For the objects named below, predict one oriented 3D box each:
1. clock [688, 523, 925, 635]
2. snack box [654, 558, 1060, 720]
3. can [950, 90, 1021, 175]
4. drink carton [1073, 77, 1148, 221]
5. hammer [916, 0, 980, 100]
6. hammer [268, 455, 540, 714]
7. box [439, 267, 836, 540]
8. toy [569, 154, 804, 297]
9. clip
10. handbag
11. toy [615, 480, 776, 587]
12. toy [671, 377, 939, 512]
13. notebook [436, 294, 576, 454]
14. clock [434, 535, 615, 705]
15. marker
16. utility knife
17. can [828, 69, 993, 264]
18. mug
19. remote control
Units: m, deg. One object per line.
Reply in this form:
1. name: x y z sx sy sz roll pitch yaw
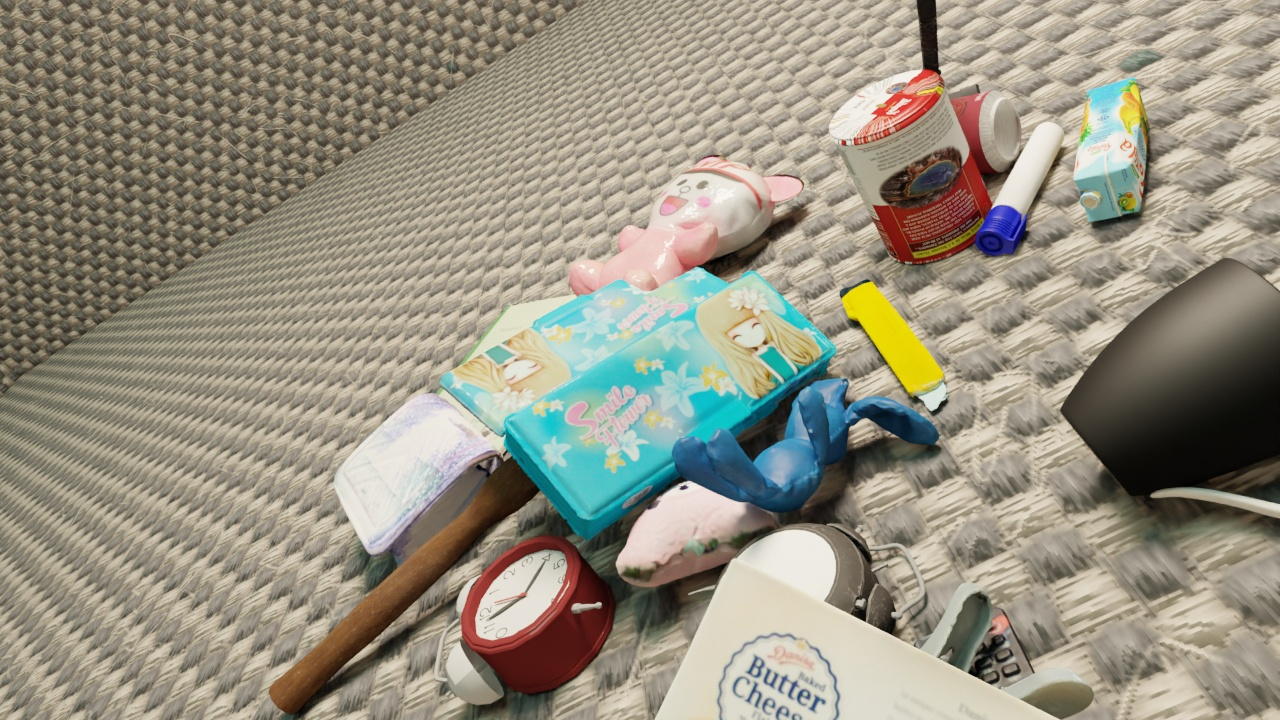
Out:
1. clock: 0.085 0.126 0.491 0.123 0.044 0.091 -29 29 11
2. snack box: 0.102 0.162 0.322 0.208 0.057 0.104 20 77 38
3. can: 0.247 -0.180 0.755 0.114 0.063 0.063 0 45 47
4. drink carton: 0.329 -0.149 0.641 0.039 0.044 0.128 -10 37 38
5. hammer: 0.213 -0.227 0.696 0.095 0.015 0.324 -14 -4 18
6. hammer: -0.154 0.145 0.682 0.323 0.115 0.033 -43 6 4
7. box: -0.004 -0.001 0.642 0.226 0.056 0.185 -32 55 -26
8. toy: 0.042 -0.116 0.861 0.212 0.084 0.142 -47 33 -17
9. clip: 0.112 0.175 0.373 0.163 0.028 0.107 -49 24 1
10. handbag: -0.183 0.103 0.783 0.126 0.069 0.159 -46 32 -8
11. toy: 0.033 0.102 0.578 0.099 0.053 0.095 -18 17 5
12. toy: 0.099 0.049 0.548 0.175 0.071 0.113 -18 5 -42
13. notebook: -0.145 0.019 0.934 0.182 0.010 0.251 -6 40 43
14. clock: -0.077 0.168 0.598 0.138 0.048 0.096 -26 30 14
15. marker: 0.285 -0.129 0.681 0.027 0.023 0.132 18 56 31
16. utility knife: 0.174 -0.014 0.636 0.030 0.017 0.162 -34 28 12
17. can: 0.205 -0.144 0.691 0.087 0.116 0.086 -26 30 16
18. mug: 0.265 0.028 0.424 0.100 0.084 0.118 -40 56 18
19. remote control: 0.157 0.169 0.376 0.047 0.022 0.150 -28 28 15
